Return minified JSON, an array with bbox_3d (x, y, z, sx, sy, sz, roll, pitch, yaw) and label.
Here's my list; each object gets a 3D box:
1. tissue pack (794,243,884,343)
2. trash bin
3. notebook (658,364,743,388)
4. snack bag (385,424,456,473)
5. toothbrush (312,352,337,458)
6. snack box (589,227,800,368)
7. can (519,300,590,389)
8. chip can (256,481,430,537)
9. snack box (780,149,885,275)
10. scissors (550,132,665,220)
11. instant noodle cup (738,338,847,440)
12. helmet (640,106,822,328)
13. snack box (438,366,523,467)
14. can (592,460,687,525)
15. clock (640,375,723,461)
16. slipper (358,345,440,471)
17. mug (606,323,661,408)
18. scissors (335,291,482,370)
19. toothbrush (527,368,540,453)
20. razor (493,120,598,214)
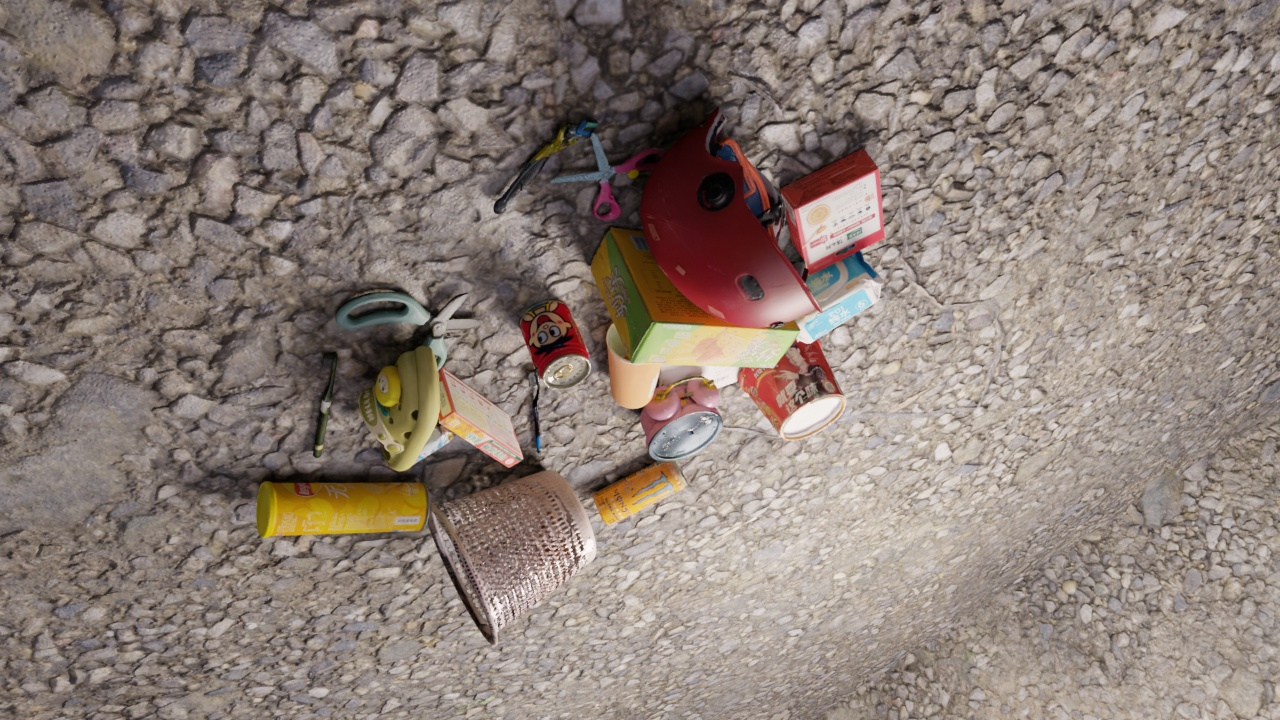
[{"bbox_3d":[0.241,-0.094,1.211,0.140,0.090,0.063,-33,143,11],"label":"tissue pack"},{"bbox_3d":[-0.180,0.264,1.327,0.191,0.227,0.228,-25,145,-22],"label":"trash bin"},{"bbox_3d":[0.095,-0.019,1.283,0.150,0.012,0.209,-18,144,-12],"label":"notebook"},{"bbox_3d":[-0.288,0.114,1.216,0.104,0.026,0.048,-31,155,8],"label":"snack bag"},{"bbox_3d":[-0.383,0.057,1.105,0.017,0.012,0.186,3,135,-24],"label":"toothbrush"},{"bbox_3d":[0.063,-0.071,1.080,0.209,0.157,0.070,2,137,-32],"label":"snack box"},{"bbox_3d":[-0.102,-0.018,1.104,0.066,0.093,0.067,-16,142,-13],"label":"can"},{"bbox_3d":[-0.392,0.196,1.219,0.213,0.072,0.072,5,134,-34],"label":"chip can"},{"bbox_3d":[0.241,-0.182,1.141,0.113,0.044,0.127,-26,142,0],"label":"snack box"},{"bbox_3d":[-0.035,-0.196,0.988,0.133,0.017,0.135,-13,147,-22],"label":"scissors"},{"bbox_3d":[0.229,0.043,1.345,0.137,0.108,0.138,-19,147,-13],"label":"instant noodle cup"},{"bbox_3d":[0.085,-0.124,0.969,0.144,0.239,0.207,-28,147,16],"label":"helmet"},{"bbox_3d":[-0.209,0.074,1.170,0.027,0.077,0.156,-32,143,9],"label":"snack box"},{"bbox_3d":[-0.001,0.207,1.465,0.146,0.058,0.058,-27,143,3],"label":"can"},{"bbox_3d":[0.058,0.077,1.321,0.117,0.059,0.159,-13,144,-18],"label":"clock"},{"bbox_3d":[-0.287,0.063,1.075,0.081,0.091,0.191,0,141,-29],"label":"slipper"},{"bbox_3d":[-0.007,0.007,1.210,0.078,0.078,0.123,-15,147,-13],"label":"mug"},{"bbox_3d":[-0.273,-0.021,1.068,0.170,0.019,0.179,-1,136,-31],"label":"scissors"},{"bbox_3d":[-0.145,0.073,1.259,0.016,0.014,0.190,-13,142,-15],"label":"toothbrush"},{"bbox_3d":[-0.104,-0.201,0.942,0.143,0.022,0.042,-39,179,21],"label":"razor"}]
